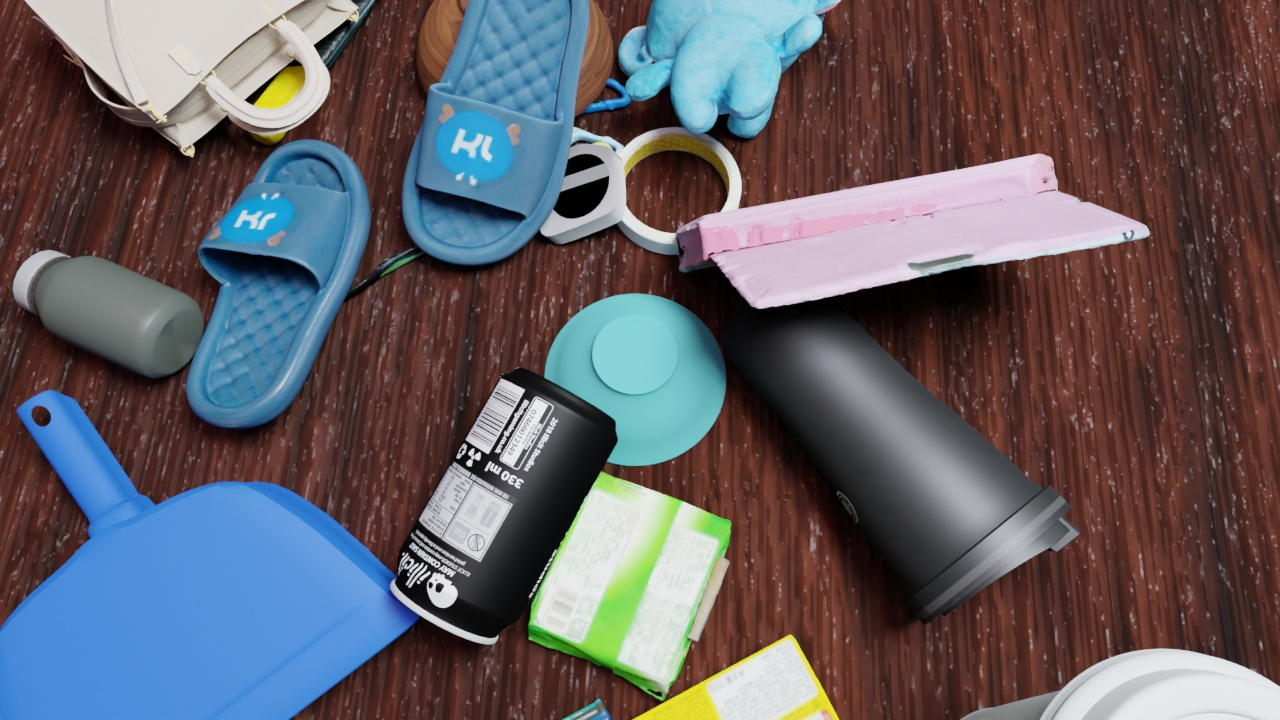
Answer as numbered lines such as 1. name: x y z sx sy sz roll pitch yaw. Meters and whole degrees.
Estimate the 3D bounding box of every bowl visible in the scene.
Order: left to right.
1. bowl: -0.095 -0.241 0.661 0.147 0.069 0.147 -1 65 2
2. bowl: -0.003 0.003 0.593 0.121 0.046 0.121 0 70 0

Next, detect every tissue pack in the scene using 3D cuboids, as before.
1. tissue pack: -0.004 0.132 0.555 0.099 0.034 0.113 21 73 10

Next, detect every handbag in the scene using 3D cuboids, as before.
1. handbag: -0.295 -0.237 0.651 0.198 0.101 0.194 43 79 13

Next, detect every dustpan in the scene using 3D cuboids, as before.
1. dustpan: -0.302 0.123 0.548 0.245 0.059 0.257 -36 84 -12

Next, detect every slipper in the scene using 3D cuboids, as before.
1. slipper: -0.240 -0.058 0.600 0.104 0.059 0.213 1 66 14
2. slipper: -0.091 -0.163 0.605 0.104 0.059 0.214 19 99 -6

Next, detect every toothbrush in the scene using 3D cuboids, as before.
1. toothbrush: -0.158 -0.077 0.641 0.188 0.014 0.017 -31 72 -10

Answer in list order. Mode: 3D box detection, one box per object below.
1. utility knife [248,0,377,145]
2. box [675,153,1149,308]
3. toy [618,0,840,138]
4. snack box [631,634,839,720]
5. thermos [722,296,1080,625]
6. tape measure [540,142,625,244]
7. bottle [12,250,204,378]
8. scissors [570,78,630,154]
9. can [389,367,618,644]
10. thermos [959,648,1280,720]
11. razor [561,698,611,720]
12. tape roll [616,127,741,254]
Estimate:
1. utility knife: -0.237 -0.240 0.696 0.029 0.020 0.186 27 74 9
2. box: 0.149 -0.085 0.558 0.232 0.180 0.051 -12 106 -9
3. toy: 0.067 -0.212 0.640 0.184 0.115 0.180 -12 50 19
4. snack box: 0.038 0.223 0.515 0.152 0.025 0.075 -23 72 -17
5. thermos: 0.144 0.047 0.553 0.105 0.106 0.218 -35 69 -11
6. tape measure: -0.042 -0.119 0.640 0.065 0.016 0.064 -14 70 22
7. bottle: -0.348 -0.033 0.602 0.108 0.060 0.060 22 72 8
8. scissors: -0.070 -0.169 0.675 0.132 0.020 0.097 -9 67 -4
9. can: -0.079 0.083 0.539 0.080 0.080 0.146 28 83 10
10. thermos: 0.211 0.206 0.427 0.131 0.222 0.131 0 70 0
11. razor: -0.011 0.267 0.516 0.043 0.018 0.141 -23 73 -17
12. tape roll: 0.024 -0.121 0.652 0.094 0.019 0.094 0 70 0
